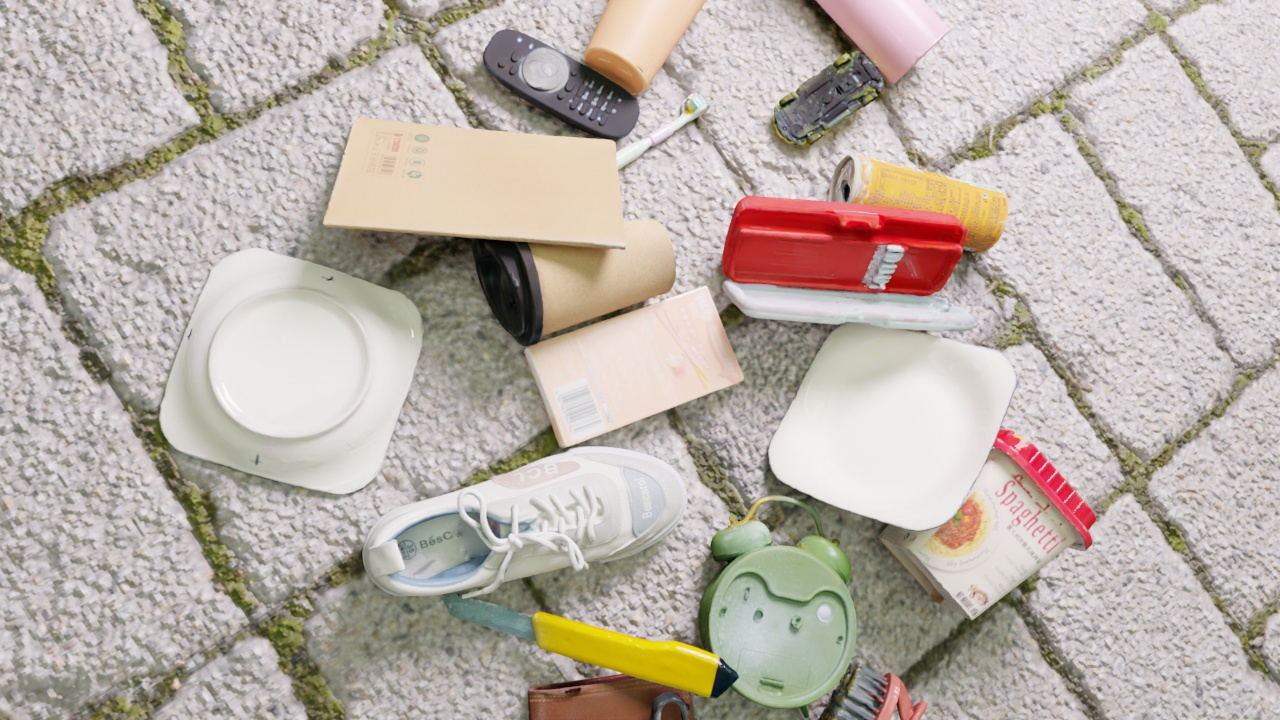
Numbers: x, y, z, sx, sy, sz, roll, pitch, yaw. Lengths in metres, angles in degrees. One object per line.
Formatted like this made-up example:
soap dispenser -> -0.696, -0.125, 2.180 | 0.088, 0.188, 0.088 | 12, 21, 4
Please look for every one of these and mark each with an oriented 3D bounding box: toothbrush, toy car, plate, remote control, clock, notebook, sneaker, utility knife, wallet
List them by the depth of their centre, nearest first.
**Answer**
sneaker -> -0.076, 0.113, 0.656 | 0.242, 0.091, 0.089 | -11, 83, -16
utility knife -> -0.039, 0.201, 0.662 | 0.223, 0.015, 0.033 | 14, 96, 6
plate -> -0.251, 0.005, 0.666 | 0.164, 0.034, 0.163 | 17, 76, -11
wallet -> -0.019, 0.283, 0.668 | 0.124, 0.032, 0.101 | -3, 83, -13
notebook -> -0.118, -0.135, 0.687 | 0.207, 0.008, 0.147 | 3, 43, -9
clock -> 0.103, 0.184, 0.703 | 0.116, 0.056, 0.161 | 15, 76, -11
plate -> 0.198, 0.051, 0.727 | 0.164, 0.034, 0.163 | 19, 70, 37
remote control -> -0.065, -0.225, 0.759 | 0.136, 0.024, 0.053 | 28, 76, -6
toothbrush -> -0.020, -0.169, 0.763 | 0.189, 0.029, 0.020 | -36, 130, -16
toy car -> 0.163, -0.228, 0.811 | 0.105, 0.032, 0.048 | -36, 89, -6

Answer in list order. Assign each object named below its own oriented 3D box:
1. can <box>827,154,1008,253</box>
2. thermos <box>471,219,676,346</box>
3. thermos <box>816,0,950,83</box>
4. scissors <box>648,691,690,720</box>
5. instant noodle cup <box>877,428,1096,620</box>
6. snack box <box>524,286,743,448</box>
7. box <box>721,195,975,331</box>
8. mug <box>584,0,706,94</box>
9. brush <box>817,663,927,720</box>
can -> 0.241, -0.136, 0.796 | 0.146, 0.058, 0.058 | 11, 77, -11
thermos -> -0.049, -0.068, 0.703 | 0.143, 0.093, 0.093 | -15, 83, -23
thermos -> 0.183, -0.340, 0.810 | 0.067, 0.087, 0.198 | -41, 93, 20
scissors -> -0.005, 0.314, 0.649 | 0.181, 0.014, 0.159 | 43, 86, -17
instant noodle cup -> 0.268, 0.131, 0.729 | 0.124, 0.117, 0.116 | -43, 91, -6
snack box -> -0.004, 0.004, 0.727 | 0.157, 0.026, 0.084 | -19, 84, -16
box -> 0.171, -0.065, 0.742 | 0.201, 0.096, 0.100 | 3, 42, -11
mug -> 0.006, -0.289, 0.766 | 0.078, 0.078, 0.122 | 29, 80, -6
brush -> 0.160, 0.302, 0.690 | 0.069, 0.063, 0.145 | 33, 72, 7
